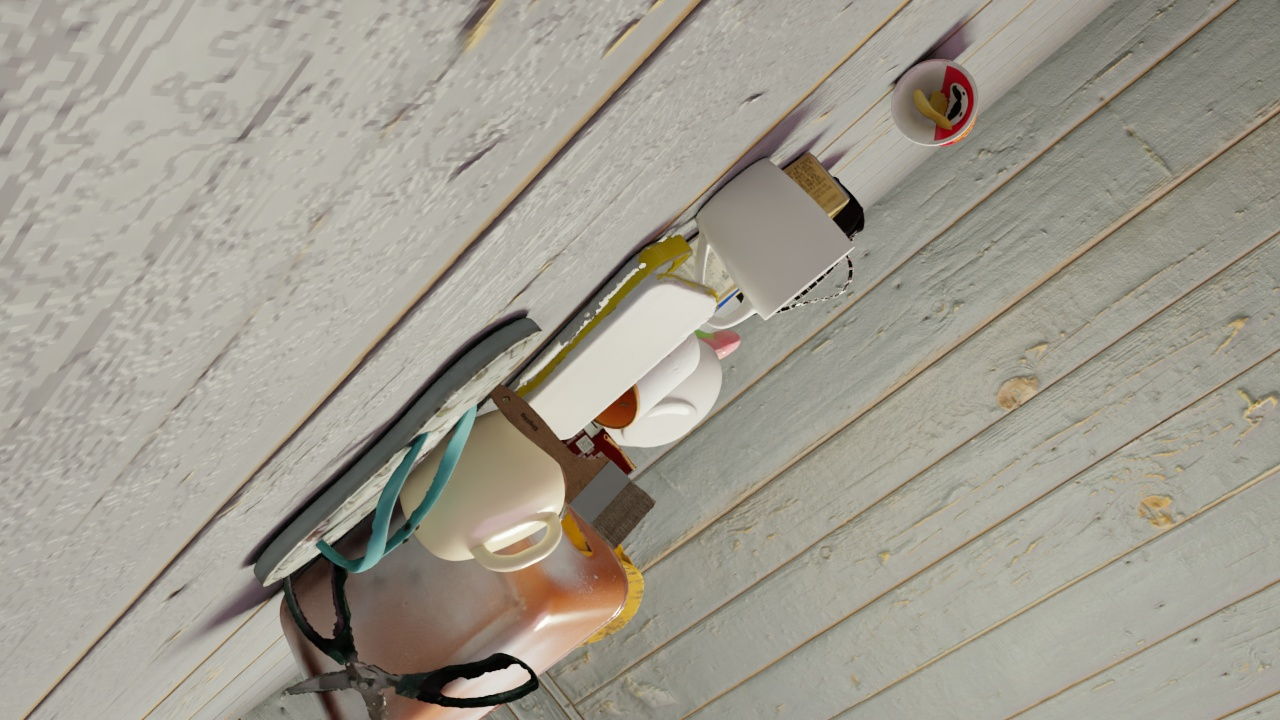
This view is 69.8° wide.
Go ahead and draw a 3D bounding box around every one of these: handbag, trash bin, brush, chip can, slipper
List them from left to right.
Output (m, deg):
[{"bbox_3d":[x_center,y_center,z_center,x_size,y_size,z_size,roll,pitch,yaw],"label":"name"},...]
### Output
[{"bbox_3d":[-0.142,0.072,0.575,0.269,0.055,0.098,-42,178,24],"label":"slipper"},{"bbox_3d":[-0.169,0.211,0.817,0.260,0.181,0.157,-39,157,13],"label":"trash bin"},{"bbox_3d":[-0.055,0.067,0.638,0.045,0.143,0.008,-47,-179,-22],"label":"brush"},{"bbox_3d":[0.181,-0.116,0.998,0.154,0.114,0.124,-47,174,38],"label":"handbag"},{"bbox_3d":[0.280,-0.236,0.860,0.069,0.069,0.220,-41,176,23],"label":"chip can"}]

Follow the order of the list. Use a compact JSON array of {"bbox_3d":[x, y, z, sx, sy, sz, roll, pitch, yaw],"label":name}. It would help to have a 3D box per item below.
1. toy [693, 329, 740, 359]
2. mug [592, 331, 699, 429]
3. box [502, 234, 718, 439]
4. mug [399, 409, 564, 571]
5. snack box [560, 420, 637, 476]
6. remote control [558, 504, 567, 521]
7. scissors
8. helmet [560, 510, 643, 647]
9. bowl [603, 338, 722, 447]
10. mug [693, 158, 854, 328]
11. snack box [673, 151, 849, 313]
[{"bbox_3d":[0.009,0.020,1.156,0.237,0.097,0.191,-31,171,25],"label":"toy"},{"bbox_3d":[-0.005,0.005,0.867,0.105,0.082,0.083,-37,176,-43],"label":"mug"},{"bbox_3d":[-0.032,-0.011,0.680,0.067,0.070,0.211,-4,151,-45],"label":"box"},{"bbox_3d":[-0.117,0.104,0.674,0.099,0.120,0.096,-23,153,-36],"label":"mug"},{"bbox_3d":[-0.067,0.091,0.982,0.072,0.121,0.072,-40,176,-3],"label":"snack box"},{"bbox_3d":[-0.130,0.130,0.911,0.013,0.137,0.033,21,80,-61],"label":"remote control"},{"bbox_3d":[-0.188,0.213,0.693,0.202,0.204,0.015,-10,-152,4],"label":"scissors"},{"bbox_3d":[-0.108,0.220,1.029,0.205,0.131,0.256,-15,145,2],"label":"helmet"},{"bbox_3d":[0.014,0.049,1.041,0.176,0.066,0.177,-12,145,-9],"label":"bowl"},{"bbox_3d":[0.079,-0.077,0.653,0.114,0.087,0.081,-40,176,9],"label":"mug"},{"bbox_3d":[0.074,-0.086,0.749,0.206,0.056,0.057,-38,177,-17],"label":"snack box"}]
